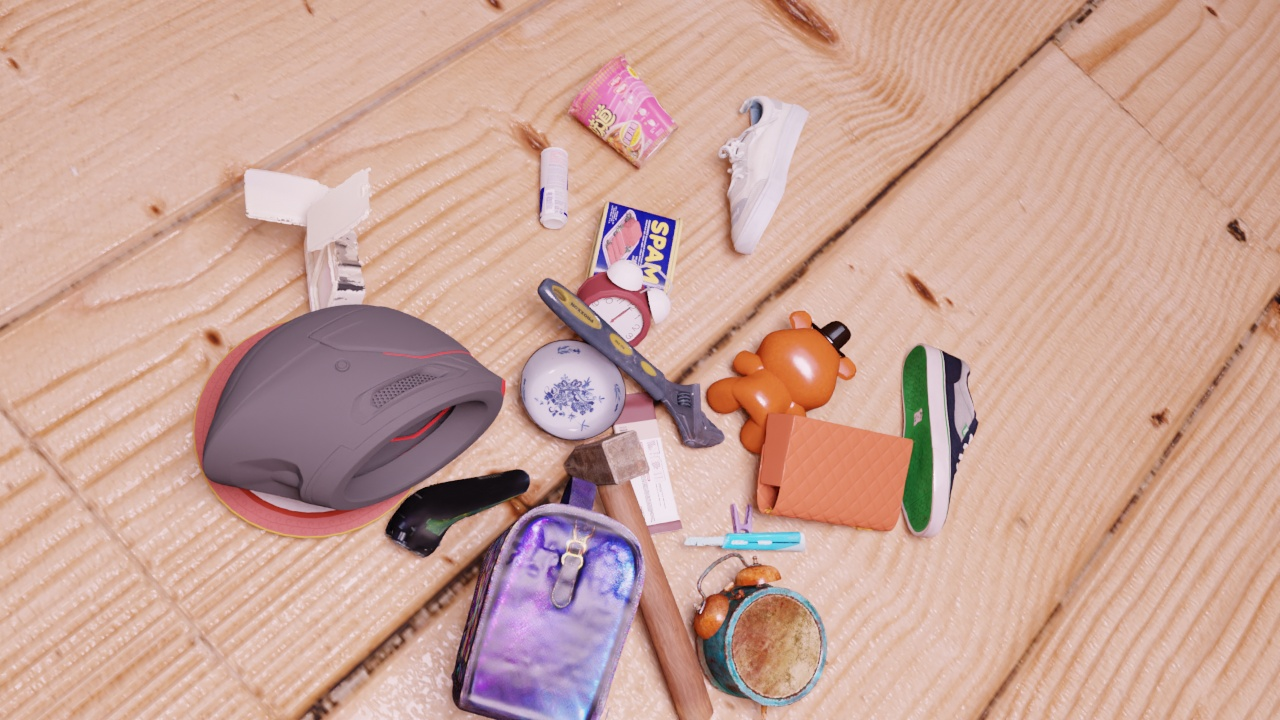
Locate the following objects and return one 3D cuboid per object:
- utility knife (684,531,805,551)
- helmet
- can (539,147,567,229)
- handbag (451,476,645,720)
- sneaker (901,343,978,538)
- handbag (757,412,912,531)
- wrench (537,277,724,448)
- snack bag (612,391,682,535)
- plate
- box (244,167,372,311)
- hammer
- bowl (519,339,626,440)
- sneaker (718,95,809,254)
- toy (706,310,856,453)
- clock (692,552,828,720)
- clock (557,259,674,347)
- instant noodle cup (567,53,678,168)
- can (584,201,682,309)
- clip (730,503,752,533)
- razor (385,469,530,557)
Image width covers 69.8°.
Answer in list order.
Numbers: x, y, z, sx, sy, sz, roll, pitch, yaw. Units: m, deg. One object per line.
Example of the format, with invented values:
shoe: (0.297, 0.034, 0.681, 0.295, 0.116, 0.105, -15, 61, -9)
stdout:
utility knife: (0.112, 0.196, 0.983, 0.151, 0.015, 0.022, 3, 96, -25)
helmet: (-0.273, 0.035, 0.844, 0.264, 0.165, 0.170, -31, 69, -32)
can: (-0.102, -0.202, 1.078, 0.032, 0.032, 0.095, 4, 69, -14)
handbag: (-0.083, 0.215, 0.836, 0.125, 0.205, 0.221, 19, 72, -8)
sneaker: (0.353, 0.094, 1.065, 0.079, 0.084, 0.234, 14, 63, -10)
handbag: (0.209, 0.125, 1.008, 0.171, 0.060, 0.109, 13, 84, -28)
wrench: (-0.006, 0.006, 0.989, 0.273, 0.022, 0.073, 41, 47, -21)
snack bag: (0.003, 0.111, 1.000, 0.057, 0.013, 0.157, -8, 72, -16)
plate: (-0.323, 0.065, 0.923, 0.229, 0.021, 0.229, 5, 69, -13)
box: (-0.323, -0.126, 0.879, 0.106, 0.194, 0.143, 3, 51, -32)
hammer: (0.005, 0.219, 0.913, 0.037, 0.158, 0.301, -20, 89, -21)
bowl: (-0.077, 0.037, 0.988, 0.114, 0.045, 0.114, 5, 68, -14)
sneaker: (0.135, -0.234, 1.130, 0.091, 0.090, 0.241, 22, 59, -2)
toy: (0.166, 0.019, 1.036, 0.176, 0.096, 0.112, -39, 83, 4)
clock: (0.112, 0.272, 0.934, 0.121, 0.073, 0.157, -33, 92, -23)
clock: (-0.023, -0.058, 1.004, 0.087, 0.125, 0.044, 43, 24, -28)
instant noodle cup: (-0.015, -0.296, 1.109, 0.108, 0.098, 0.097, 44, 65, -4)
can: (-0.009, -0.121, 1.060, 0.092, 0.057, 0.116, 14, 67, -8)
clip: (0.111, 0.182, 1.003, 0.035, 0.013, 0.051, 5, 72, -12)
razor: (-0.180, 0.150, 0.922, 0.151, 0.054, 0.067, -17, 102, -28)
